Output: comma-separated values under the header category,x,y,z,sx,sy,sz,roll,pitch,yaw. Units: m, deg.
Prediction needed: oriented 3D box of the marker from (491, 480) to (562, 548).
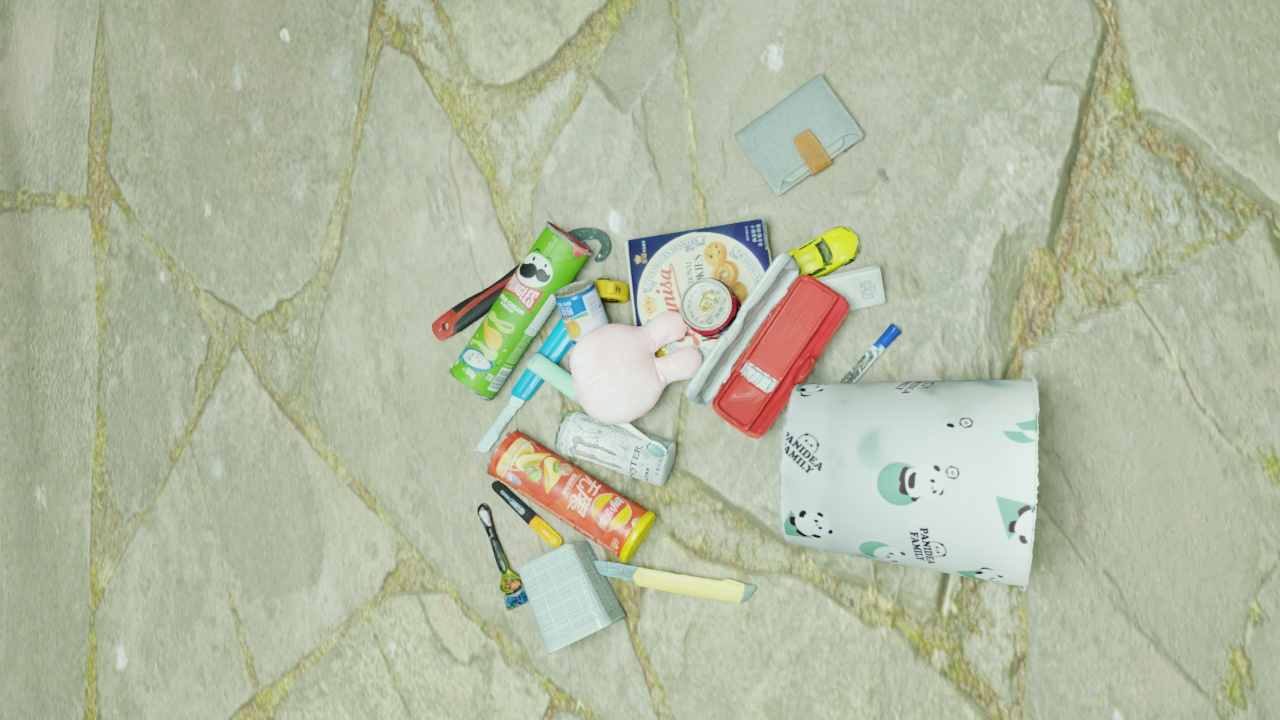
category,x,y,z,sx,sy,sz,roll,pitch,yaw
marker,-0.149,0.200,1.199,0.124,0.015,0.018,40,90,15

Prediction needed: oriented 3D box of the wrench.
category,x,y,z,sx,sy,sz,roll,pitch,yaw
wrench,-0.163,-0.103,1.229,0.274,0.016,0.056,-28,79,9

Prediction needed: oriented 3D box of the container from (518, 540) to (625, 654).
category,x,y,z,sx,sy,sz,roll,pitch,yaw
container,-0.088,0.291,1.141,0.090,0.090,0.111,-28,77,8

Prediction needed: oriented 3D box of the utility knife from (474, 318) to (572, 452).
category,x,y,z,sx,sy,sz,roll,pitch,yaw
utility knife,-0.147,0.029,1.211,0.034,0.018,0.234,37,93,14

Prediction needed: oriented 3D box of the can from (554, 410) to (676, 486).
category,x,y,z,sx,sy,sz,roll,pitch,yaw
can,-0.031,0.110,1.158,0.147,0.058,0.058,17,89,13

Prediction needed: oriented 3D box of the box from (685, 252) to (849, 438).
category,x,y,z,sx,sy,sz,roll,pitch,yaw
box,0.147,-0.015,1.063,0.110,0.100,0.201,35,93,12

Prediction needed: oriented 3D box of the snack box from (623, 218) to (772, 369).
category,x,y,z,sx,sy,sz,roll,pitch,yaw
snack box,0.080,-0.073,1.155,0.183,0.045,0.178,-8,85,11

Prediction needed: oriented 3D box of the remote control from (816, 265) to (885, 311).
category,x,y,z,sx,sy,sz,roll,pitch,yaw
remote control,0.233,-0.079,1.123,0.125,0.024,0.049,-13,115,11

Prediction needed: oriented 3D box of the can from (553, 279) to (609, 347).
category,x,y,z,sx,sy,sz,roll,pitch,yaw
can,-0.061,-0.031,1.153,0.053,0.053,0.134,-16,110,11

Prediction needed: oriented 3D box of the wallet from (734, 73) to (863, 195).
category,x,y,z,sx,sy,sz,roll,pitch,yaw
wallet,0.199,-0.281,1.151,0.130,0.037,0.106,-34,78,8

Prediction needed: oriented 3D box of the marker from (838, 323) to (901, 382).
category,x,y,z,sx,sy,sz,roll,pitch,yaw
marker,0.263,0.015,1.121,0.017,0.017,0.146,43,95,13

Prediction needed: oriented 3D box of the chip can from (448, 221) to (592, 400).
category,x,y,z,sx,sy,sz,roll,pitch,yaw
chip can,-0.155,-0.062,1.183,0.072,0.072,0.236,37,99,13

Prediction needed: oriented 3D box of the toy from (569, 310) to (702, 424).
category,x,y,z,sx,sy,sz,roll,pitch,yaw
toy,-0.007,0.006,1.112,0.159,0.054,0.121,-22,92,-6

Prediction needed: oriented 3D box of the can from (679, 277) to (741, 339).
category,x,y,z,sx,sy,sz,roll,pitch,yaw
can,0.083,-0.061,1.081,0.066,0.093,0.066,-1,86,12

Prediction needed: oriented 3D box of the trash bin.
category,x,y,z,sx,sy,sz,roll,pitch,yaw
trash bin,0.292,0.124,1.008,0.252,0.229,0.229,2,86,19

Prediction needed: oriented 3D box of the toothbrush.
category,x,y,z,sx,sy,sz,roll,pitch,yaw
toothbrush,-0.056,0.055,1.149,0.224,0.027,0.027,33,125,22

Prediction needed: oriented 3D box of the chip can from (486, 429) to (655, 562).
category,x,y,z,sx,sy,sz,roll,pitch,yaw
chip can,-0.090,0.170,1.160,0.217,0.073,0.073,29,92,14

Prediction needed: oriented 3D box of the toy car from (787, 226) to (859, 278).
category,x,y,z,sx,sy,sz,roll,pitch,yaw
toy car,0.220,-0.129,1.135,0.105,0.032,0.048,-27,79,8

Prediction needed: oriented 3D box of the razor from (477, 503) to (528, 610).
category,x,y,z,sx,sy,sz,roll,pitch,yaw
razor,-0.183,0.253,1.199,0.043,0.022,0.142,-25,80,8

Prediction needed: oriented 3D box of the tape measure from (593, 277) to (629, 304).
category,x,y,z,sx,sy,sz,roll,pitch,yaw
tape measure,-0.043,-0.091,1.178,0.060,0.057,0.029,0,82,38

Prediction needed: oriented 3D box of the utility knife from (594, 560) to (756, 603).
category,x,y,z,sx,sy,sz,roll,pitch,yaw
utility knife,0.041,0.273,1.134,0.201,0.021,0.031,9,98,-2
